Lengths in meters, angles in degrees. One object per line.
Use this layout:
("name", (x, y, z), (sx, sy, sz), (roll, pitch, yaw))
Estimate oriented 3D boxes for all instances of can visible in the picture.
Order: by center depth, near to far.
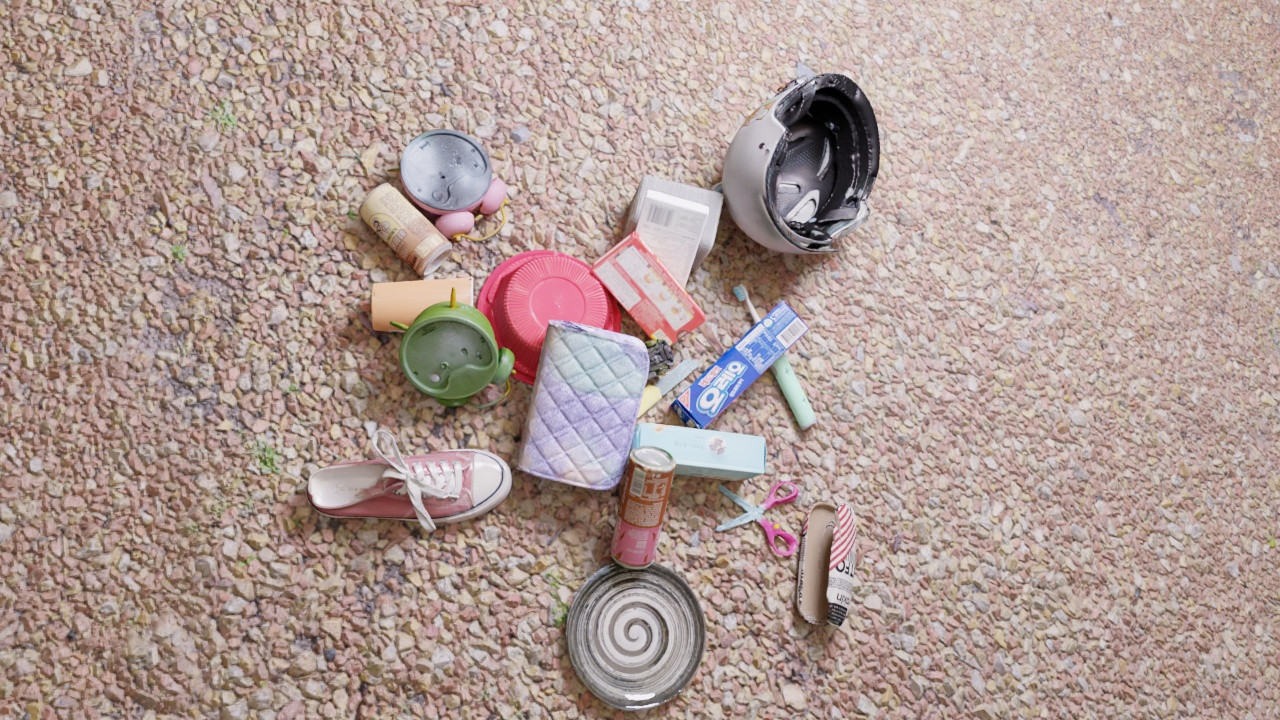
("can", (0.002, 0.180, 1.122), (0.058, 0.058, 0.147), (6, 113, -14))
("can", (-0.300, -0.167, 1.173), (0.116, 0.059, 0.058), (45, 68, 0))

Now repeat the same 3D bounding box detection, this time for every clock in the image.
("clock", (-0.221, -0.003, 1.117), (0.116, 0.056, 0.161), (-26, 120, 11))
("clock", (-0.243, -0.225, 1.205), (0.158, 0.060, 0.117), (46, 68, 2))

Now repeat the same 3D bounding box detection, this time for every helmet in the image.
("helmet", (0.209, -0.267, 1.285), (0.273, 0.157, 0.230), (-55, 126, -32))

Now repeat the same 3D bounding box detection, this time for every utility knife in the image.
("utility knife", (-0.004, 0.063, 1.214), (0.220, 0.022, 0.031), (-39, 89, -15))

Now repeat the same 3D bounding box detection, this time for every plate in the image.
("plate", (-0.007, 0.337, 1.136), (0.179, 0.024, 0.179), (4, 76, -15))

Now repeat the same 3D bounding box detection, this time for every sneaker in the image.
("sneaker", (-0.269, 0.145, 1.080), (0.241, 0.088, 0.118), (-1, 75, -15))

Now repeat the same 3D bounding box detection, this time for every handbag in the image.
("handbag", (-0.069, 0.056, 1.129), (0.134, 0.075, 0.194), (14, 97, -3))

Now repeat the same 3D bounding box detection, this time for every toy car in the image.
("toy car", (-0.007, 0.007, 1.218), (0.105, 0.032, 0.048), (-25, 99, -7))

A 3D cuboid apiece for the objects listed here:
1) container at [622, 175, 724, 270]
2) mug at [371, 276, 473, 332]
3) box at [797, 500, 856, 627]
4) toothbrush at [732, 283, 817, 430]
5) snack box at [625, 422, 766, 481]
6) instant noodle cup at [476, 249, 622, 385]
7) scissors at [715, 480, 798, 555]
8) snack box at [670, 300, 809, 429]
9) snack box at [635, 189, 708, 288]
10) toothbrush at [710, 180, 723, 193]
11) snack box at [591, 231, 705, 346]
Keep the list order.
("container", (0.042, -0.191, 1.261), (0.114, 0.090, 0.090), (16, 71, -7))
("mug", (-0.271, -0.066, 1.149), (0.122, 0.078, 0.078), (-1, 75, -10))
("box", (0.243, 0.269, 1.216), (0.075, 0.083, 0.163), (29, 61, -50))
("toothbrush", (0.188, -0.008, 1.282), (0.027, 0.026, 0.224), (-23, 82, -15))
("snack box", (0.069, 0.120, 1.189), (0.174, 0.074, 0.051), (8, 73, -14))
("instant noodle cup", (-0.113, -0.064, 1.194), (0.193, 0.066, 0.193), (4, 73, -15))
("scissors", (0.162, 0.200, 1.226), (0.133, 0.017, 0.130), (37, 71, 1))
("snack box", (0.132, 0.009, 1.229), (0.207, 0.058, 0.057), (-42, 87, -12))
("snack box", (0.028, -0.141, 1.212), (0.084, 0.157, 0.026), (15, 32, -4))
("toothbrush", (0.171, -0.315, 1.362), (0.026, 0.027, 0.220), (25, 63, 36))
("snack box", (0.012, -0.090, 1.209), (0.075, 0.025, 0.153), (-36, 112, 16))
